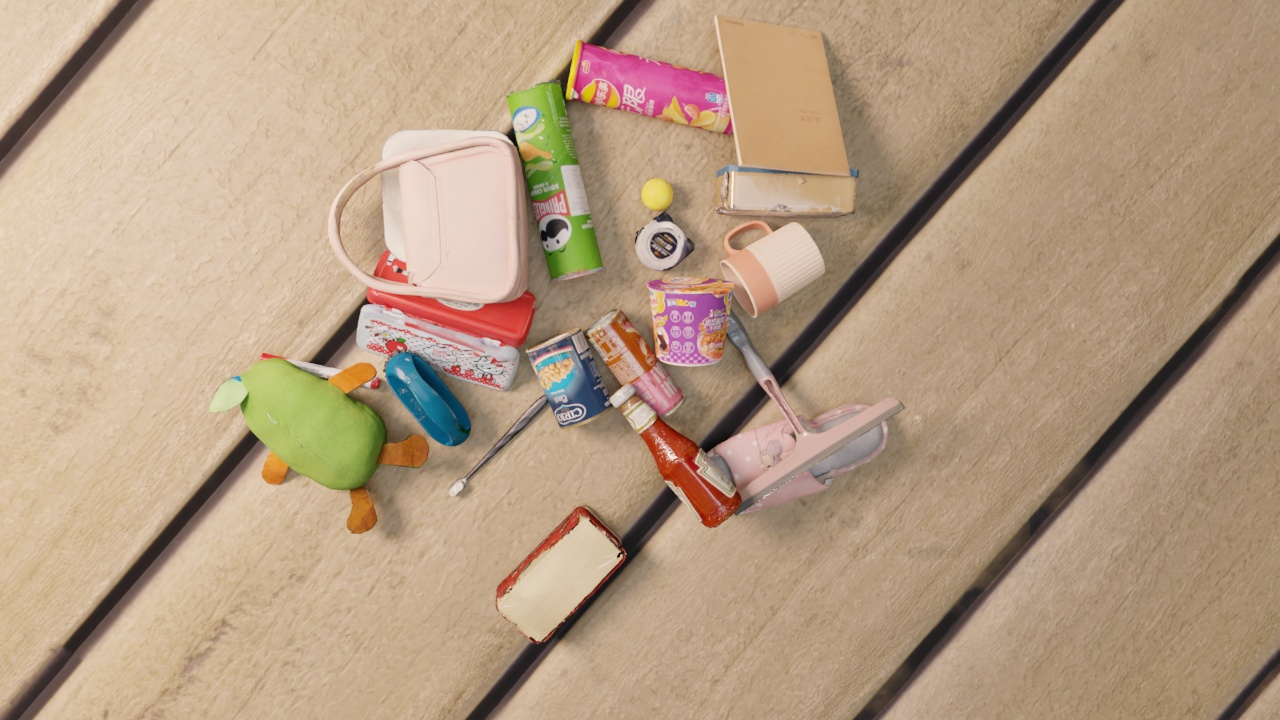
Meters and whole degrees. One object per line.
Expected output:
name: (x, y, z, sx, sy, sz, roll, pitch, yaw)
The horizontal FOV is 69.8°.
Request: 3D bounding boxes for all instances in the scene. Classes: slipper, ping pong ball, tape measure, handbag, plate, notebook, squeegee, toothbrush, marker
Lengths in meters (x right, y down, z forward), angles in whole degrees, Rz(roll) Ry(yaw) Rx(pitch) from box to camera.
slipper: (0.201, 0.130, 1.210, 0.274, 0.054, 0.114, -18, 99, -4)
ping pong ball: (0.021, -0.209, 1.156, 0.040, 0.040, 0.040, -1, 96, -7)
tape measure: (0.026, -0.147, 1.168, 0.066, 0.033, 0.066, -40, 98, -3)
handbag: (-0.250, -0.158, 1.074, 0.234, 0.093, 0.193, -3, 92, -1)
plate: (-0.232, -0.199, 1.126, 0.164, 0.034, 0.163, -1, 93, -10)
notebook: (0.172, -0.323, 1.118, 0.149, 0.012, 0.211, 1, 70, -20)
squeegee: (0.163, 0.026, 1.177, 0.248, 0.040, 0.249, -34, 76, 11)
toothbrush: (-0.181, 0.109, 1.182, 0.181, 0.018, 0.015, -45, 97, -2)
marker: (-0.398, 0.014, 1.143, 0.145, 0.017, 0.017, 12, 95, -8)

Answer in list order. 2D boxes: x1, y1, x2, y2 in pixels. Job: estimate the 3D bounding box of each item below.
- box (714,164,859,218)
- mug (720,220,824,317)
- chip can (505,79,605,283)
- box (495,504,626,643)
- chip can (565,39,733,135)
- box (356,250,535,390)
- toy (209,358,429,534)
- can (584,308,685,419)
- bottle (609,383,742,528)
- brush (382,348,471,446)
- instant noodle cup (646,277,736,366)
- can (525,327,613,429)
box: (0.188, -0.211, 1.153, 0.184, 0.090, 0.060, -2, 96, -9)
mug: (0.160, -0.128, 1.169, 0.106, 0.082, 0.114, -31, 70, -5)
chip can: (-0.103, -0.217, 1.125, 0.072, 0.072, 0.236, -14, 97, -5)
box: (-0.104, 0.275, 1.179, 0.168, 0.076, 0.091, -45, 100, -1)
chip can: (0.018, -0.333, 1.126, 0.210, 0.071, 0.071, 11, 95, -8)
box: (-0.242, -0.045, 1.145, 0.201, 0.098, 0.118, 17, 62, -7)
toy: (-0.387, 0.086, 1.115, 0.246, 0.089, 0.227, 41, 105, -9)
can: (-0.007, 0.007, 1.169, 0.058, 0.058, 0.147, -37, 100, -2)
bottle: (0.040, 0.115, 1.135, 0.060, 0.060, 0.206, -41, 89, -1)
brush: (-0.256, 0.050, 1.120, 0.055, 0.073, 0.144, -39, 119, -12)
instant noodle cup: (0.062, -0.049, 1.149, 0.111, 0.111, 0.099, 0, 103, -7)
can: (-0.089, 0.021, 1.152, 0.075, 0.075, 0.111, -24, 98, -4)
